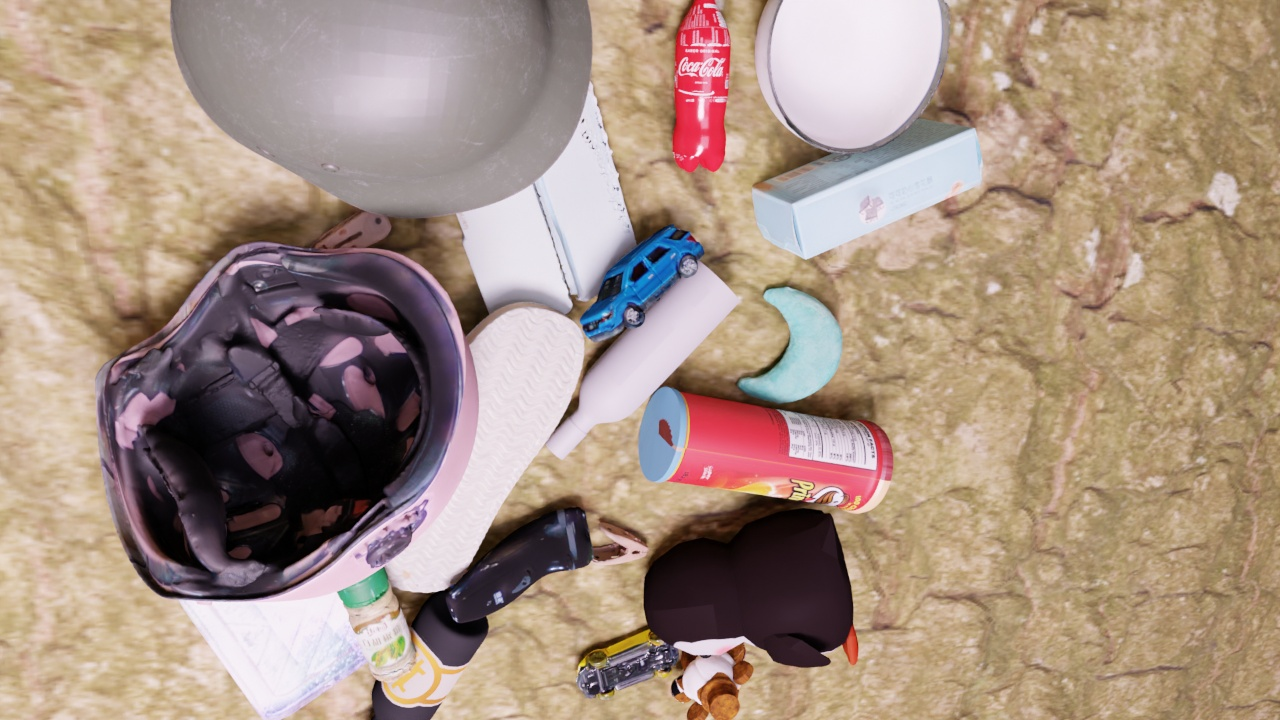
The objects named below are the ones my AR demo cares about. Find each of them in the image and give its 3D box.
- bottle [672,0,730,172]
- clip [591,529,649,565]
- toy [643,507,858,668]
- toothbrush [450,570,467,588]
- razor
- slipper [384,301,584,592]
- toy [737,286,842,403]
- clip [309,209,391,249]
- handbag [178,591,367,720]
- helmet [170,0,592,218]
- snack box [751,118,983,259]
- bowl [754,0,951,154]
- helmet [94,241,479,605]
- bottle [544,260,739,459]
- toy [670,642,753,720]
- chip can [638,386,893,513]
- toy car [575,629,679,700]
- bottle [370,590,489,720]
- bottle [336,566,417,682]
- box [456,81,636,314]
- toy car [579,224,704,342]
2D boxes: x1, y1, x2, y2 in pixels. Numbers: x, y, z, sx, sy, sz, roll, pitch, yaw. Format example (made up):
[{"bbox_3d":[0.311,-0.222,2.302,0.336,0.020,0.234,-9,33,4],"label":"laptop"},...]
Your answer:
[{"bbox_3d":[0.047,-0.215,0.695,0.042,0.042,0.142,-6,112,-18],"label":"bottle"},{"bbox_3d":[-0.020,0.173,0.836,0.061,0.026,0.049,-38,128,-11],"label":"clip"},{"bbox_3d":[0.092,0.200,0.826,0.184,0.158,0.140,-8,125,2],"label":"toy"},{"bbox_3d":[-0.167,0.174,0.785,0.021,0.017,0.135,-35,118,1],"label":"toothbrush"},{"bbox_3d":[-0.096,0.176,0.773,0.140,0.064,0.053,-31,127,-32],"label":"razor"},{"bbox_3d":[-0.132,0.069,0.734,0.115,0.052,0.263,21,105,-33],"label":"slipper"},{"bbox_3d":[0.137,-0.011,0.817,0.085,0.033,0.105,11,105,-9],"label":"toy"},{"bbox_3d":[-0.211,-0.089,0.665,0.026,0.050,0.060,61,42,-26],"label":"clip"},{"bbox_3d":[-0.277,0.186,0.725,0.126,0.069,0.159,-31,119,-23],"label":"handbag"},{"bbox_3d":[-0.169,-0.200,0.544,0.268,0.153,0.227,7,100,1],"label":"helmet"},{"bbox_3d":[0.185,-0.144,0.756,0.174,0.075,0.053,-25,116,-10],"label":"snack box"},{"bbox_3d":[0.152,-0.241,0.706,0.153,0.073,0.153,-7,113,-18],"label":"bowl"},{"bbox_3d":[-0.214,0.049,0.618,0.255,0.230,0.152,-40,154,-2],"label":"helmet"},{"bbox_3d":[-0.004,0.004,0.757,0.195,0.052,0.052,-46,118,2],"label":"bottle"},{"bbox_3d":[0.069,0.302,0.872,0.087,0.112,0.067,-43,107,0],"label":"toy"},{"bbox_3d":[0.112,0.081,0.811,0.213,0.087,0.087,11,106,-22],"label":"chip can"},{"bbox_3d":[-0.012,0.288,0.879,0.106,0.030,0.049,-16,116,-16],"label":"toy car"},{"bbox_3d":[-0.199,0.284,0.791,0.059,0.059,0.182,25,108,-27],"label":"bottle"},{"bbox_3d":[-0.208,0.199,0.716,0.043,0.043,0.111,-18,117,-13],"label":"bottle"},{"bbox_3d":[-0.079,-0.127,0.686,0.136,0.044,0.197,-22,120,-12],"label":"box"},{"bbox_3d":[-0.002,-0.060,0.713,0.043,0.056,0.120,51,60,-15],"label":"toy car"}]
